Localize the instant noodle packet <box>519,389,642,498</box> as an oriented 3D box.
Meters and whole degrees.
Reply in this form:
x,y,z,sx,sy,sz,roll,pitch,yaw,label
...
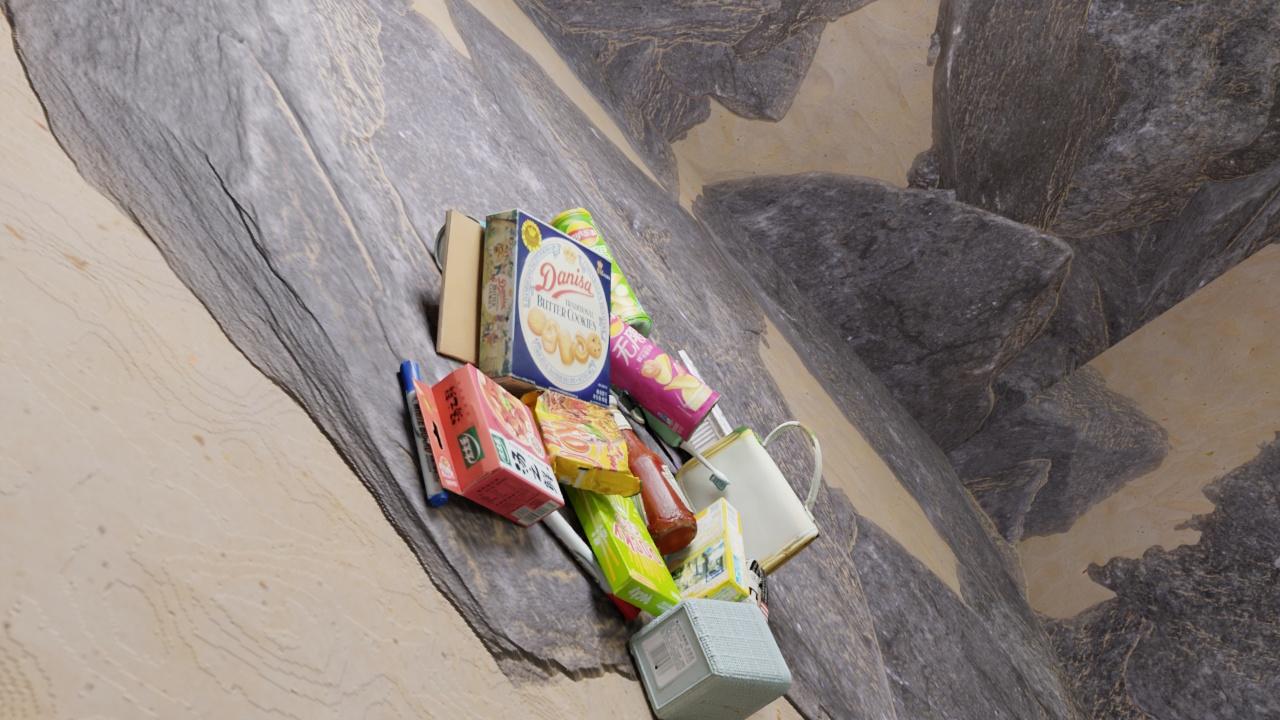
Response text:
x,y,z,sx,sy,sz,roll,pitch,yaw,label
-0.061,0.081,0.892,0.110,0.044,0.128,14,26,-22,instant noodle packet

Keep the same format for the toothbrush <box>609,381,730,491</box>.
x,y,z,sx,sy,sz,roll,pitch,yaw,label
0.026,0.076,1.124,0.224,0.027,0.026,42,16,16,toothbrush

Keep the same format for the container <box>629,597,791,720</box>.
x,y,z,sx,sy,sz,roll,pitch,yaw,label
0.059,0.268,0.818,0.111,0.090,0.090,27,29,-48,container

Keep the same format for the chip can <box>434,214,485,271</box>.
x,y,z,sx,sy,sz,roll,pitch,yaw,label
-0.147,-0.111,1.071,0.071,0.071,0.210,59,20,21,chip can

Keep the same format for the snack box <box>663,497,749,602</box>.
x,y,z,sx,sy,sz,roll,pitch,yaw,label
0.064,0.210,0.942,0.034,0.087,0.140,46,18,-16,snack box

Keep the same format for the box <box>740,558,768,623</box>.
x,y,z,sx,sy,sz,roll,pitch,yaw,label
0.100,0.262,0.973,0.060,0.072,0.164,25,17,-2,box

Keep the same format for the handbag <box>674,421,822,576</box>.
x,y,z,sx,sy,sz,roll,pitch,yaw,label
0.151,0.160,1.107,0.163,0.179,0.063,58,14,23,handbag

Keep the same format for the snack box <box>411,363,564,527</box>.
x,y,z,sx,sy,sz,roll,pitch,yaw,label
-0.128,0.069,0.780,0.127,0.044,0.113,44,17,-55,snack box

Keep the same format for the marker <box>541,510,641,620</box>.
x,y,z,sx,sy,sz,roll,pitch,yaw,label
-0.051,0.178,0.835,0.145,0.017,0.017,50,18,-5,marker

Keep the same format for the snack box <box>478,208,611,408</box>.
x,y,z,sx,sy,sz,roll,pitch,yaw,label
-0.097,-0.048,0.984,0.177,0.046,0.182,22,65,-56,snack box

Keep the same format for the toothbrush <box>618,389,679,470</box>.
x,y,z,sx,sy,sz,roll,pitch,yaw,label
0.017,0.096,1.114,0.189,0.017,0.014,57,0,-42,toothbrush

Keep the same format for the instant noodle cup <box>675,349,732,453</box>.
x,y,z,sx,sy,sz,roll,pitch,yaw,label
0.085,0.084,1.251,0.173,0.060,0.138,63,5,26,instant noodle cup

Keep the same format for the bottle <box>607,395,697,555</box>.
x,y,z,sx,sy,sz,roll,pitch,yaw,label
-0.005,0.118,1.002,0.059,0.060,0.206,32,20,-47,bottle

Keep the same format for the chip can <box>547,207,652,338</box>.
x,y,z,sx,sy,sz,roll,pitch,yaw,label
-0.059,-0.113,1.291,0.072,0.073,0.221,21,35,-58,chip can

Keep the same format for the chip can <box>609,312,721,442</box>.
x,y,z,sx,sy,sz,roll,pitch,yaw,label
-0.007,0.006,1.096,0.210,0.071,0.071,38,16,9,chip can

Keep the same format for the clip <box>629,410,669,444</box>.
x,y,z,sx,sy,sz,roll,pitch,yaw,label
0.009,0.070,1.187,0.035,0.094,0.102,-107,-169,-52,clip

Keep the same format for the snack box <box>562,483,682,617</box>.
x,y,z,sx,sy,sz,roll,pitch,yaw,label
-0.017,0.172,0.871,0.085,0.026,0.156,38,12,-38,snack box

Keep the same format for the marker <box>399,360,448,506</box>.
x,y,z,sx,sy,sz,roll,pitch,yaw,label
-0.179,0.057,0.753,0.017,0.017,0.145,32,26,-47,marker

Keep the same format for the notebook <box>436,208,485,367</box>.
x,y,z,sx,sy,sz,roll,pitch,yaw,label
-0.137,-0.053,0.975,0.211,0.012,0.149,25,60,-55,notebook
